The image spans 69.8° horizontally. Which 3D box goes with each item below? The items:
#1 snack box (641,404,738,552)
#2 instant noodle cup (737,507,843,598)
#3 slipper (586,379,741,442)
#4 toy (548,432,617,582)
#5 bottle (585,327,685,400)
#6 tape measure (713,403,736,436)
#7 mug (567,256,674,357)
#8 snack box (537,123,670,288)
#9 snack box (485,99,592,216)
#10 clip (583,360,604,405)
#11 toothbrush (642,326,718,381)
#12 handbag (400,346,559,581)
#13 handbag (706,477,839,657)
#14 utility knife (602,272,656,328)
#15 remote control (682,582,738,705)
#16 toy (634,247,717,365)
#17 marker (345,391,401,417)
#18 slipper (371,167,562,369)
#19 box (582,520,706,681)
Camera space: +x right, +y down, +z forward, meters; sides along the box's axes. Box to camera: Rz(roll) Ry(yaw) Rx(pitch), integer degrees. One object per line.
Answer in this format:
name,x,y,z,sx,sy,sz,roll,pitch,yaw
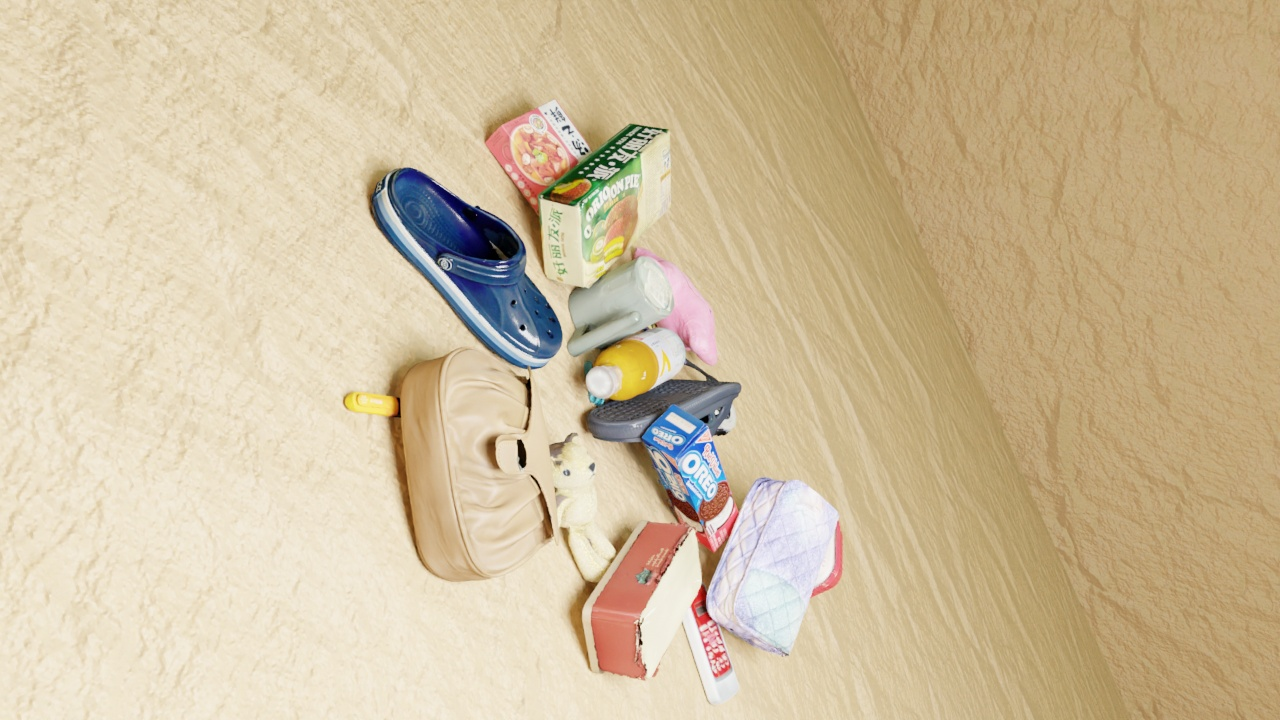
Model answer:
snack box,0.062,0.139,1.057,0.057,0.058,0.208,-43,140,-19
instant noodle cup,0.194,0.247,1.232,0.124,0.117,0.116,38,39,-19
slipper,0.030,0.076,1.118,0.267,0.111,0.083,-17,108,-55
toy,-0.061,0.154,0.938,0.104,0.066,0.157,-44,123,-52
bottle,-0.007,0.006,1.099,0.068,0.068,0.189,65,27,0
tape measure,0.103,0.072,1.281,0.066,0.034,0.065,35,42,-36
mug,-0.027,-0.059,1.103,0.083,0.104,0.123,53,32,-21
snack box,-0.037,-0.197,1.137,0.239,0.063,0.115,-50,148,-45
snack box,-0.110,-0.245,1.133,0.127,0.044,0.113,54,44,-8
clip,-0.054,0.028,1.089,0.038,0.013,0.055,30,43,-45
toothbrush,0.044,-0.010,1.236,0.189,0.014,0.016,38,53,-19
handbag,-0.136,0.091,0.826,0.147,0.100,0.204,3,75,-57
handbag,0.161,0.243,1.106,0.134,0.076,0.193,40,67,-31
utility knife,-0.022,-0.081,1.218,0.151,0.018,0.030,49,28,-34
remote control,0.078,0.329,1.072,0.055,0.020,0.136,0,69,-58
toy,0.047,-0.078,1.258,0.194,0.074,0.178,56,6,9
marker,-0.212,0.043,0.829,0.123,0.015,0.018,16,63,-55
slipper,-0.160,-0.104,0.942,0.253,0.095,0.104,47,38,-23
box,0.014,0.245,0.946,0.167,0.079,0.091,-47,135,-56
